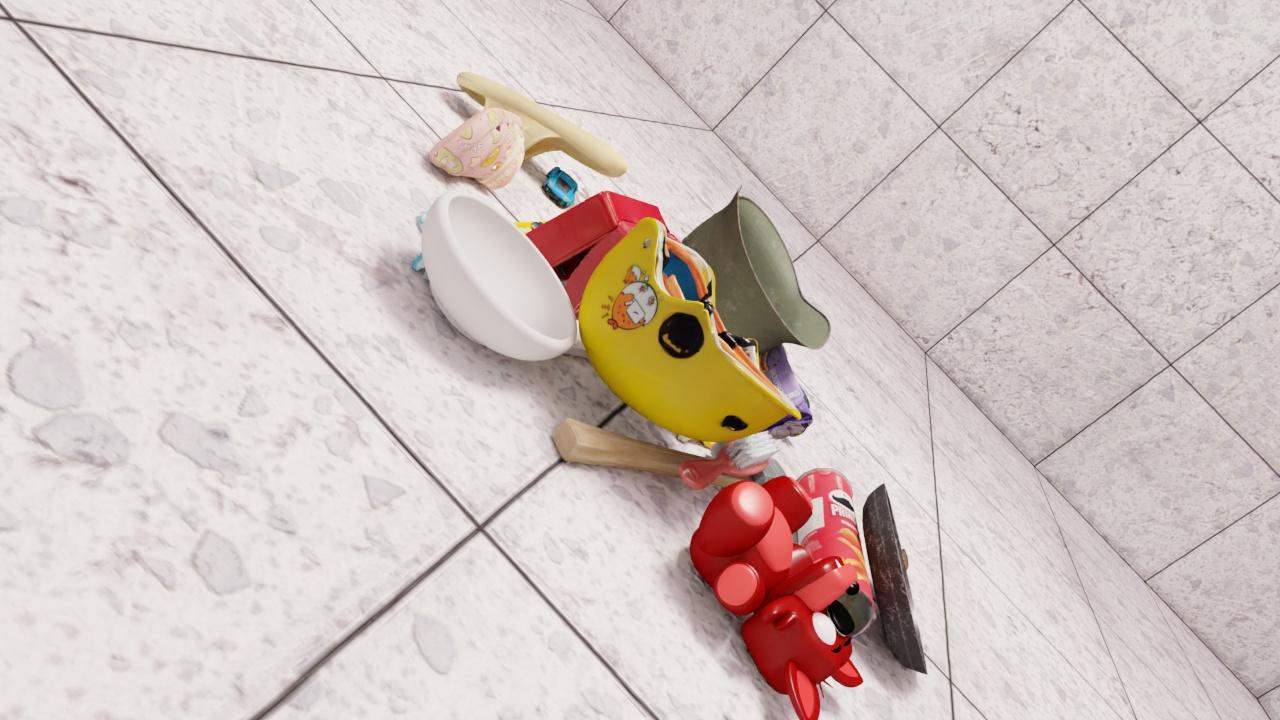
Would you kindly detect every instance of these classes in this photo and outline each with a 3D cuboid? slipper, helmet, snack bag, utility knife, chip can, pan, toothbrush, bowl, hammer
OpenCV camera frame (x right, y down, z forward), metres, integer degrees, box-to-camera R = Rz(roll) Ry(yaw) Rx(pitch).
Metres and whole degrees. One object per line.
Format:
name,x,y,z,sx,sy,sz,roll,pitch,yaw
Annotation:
slipper,-0.177,-0.249,1.098,0.081,0.093,0.197,54,18,-9
helmet,0.125,-0.100,1.198,0.227,0.154,0.267,53,31,-20
snack bag,0.158,0.040,1.189,0.205,0.096,0.058,-95,166,-59
slipper,-0.145,-0.306,1.272,0.261,0.079,0.111,27,3,-7
utility knife,-0.136,-0.155,1.100,0.030,0.017,0.155,39,22,9
chip can,0.207,0.204,1.001,0.073,0.073,0.232,42,21,-11
pan,0.300,0.251,1.090,0.356,0.040,0.207,26,52,-73
toothbrush,0.082,0.093,1.054,0.135,0.016,0.021,21,30,-54
bowl,-0.138,-0.065,0.831,0.176,0.066,0.176,46,19,-21
helmet,0.031,-0.006,0.883,0.240,0.140,0.209,58,12,16
hammer,0.039,0.103,0.907,0.322,0.051,0.117,19,33,-47

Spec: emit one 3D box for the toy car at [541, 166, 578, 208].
toy car,-0.111,-0.251,1.307,0.048,0.032,0.105,40,19,-15

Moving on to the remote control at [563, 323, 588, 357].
remote control,-0.089,-0.027,0.946,0.136,0.013,0.043,12,39,-57

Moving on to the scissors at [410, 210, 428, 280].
scissors,-0.189,-0.100,0.889,0.083,0.015,0.140,41,18,-20

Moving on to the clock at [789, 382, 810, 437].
clock,0.194,0.060,1.288,0.090,0.052,0.129,41,25,-14

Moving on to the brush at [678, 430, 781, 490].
brush,0.092,0.096,0.908,0.041,0.030,0.172,53,27,17

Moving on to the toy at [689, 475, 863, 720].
toy,0.128,0.203,0.798,0.158,0.121,0.197,9,49,-63

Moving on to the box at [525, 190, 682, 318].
box,-0.039,-0.133,1.079,0.122,0.137,0.157,53,20,18
